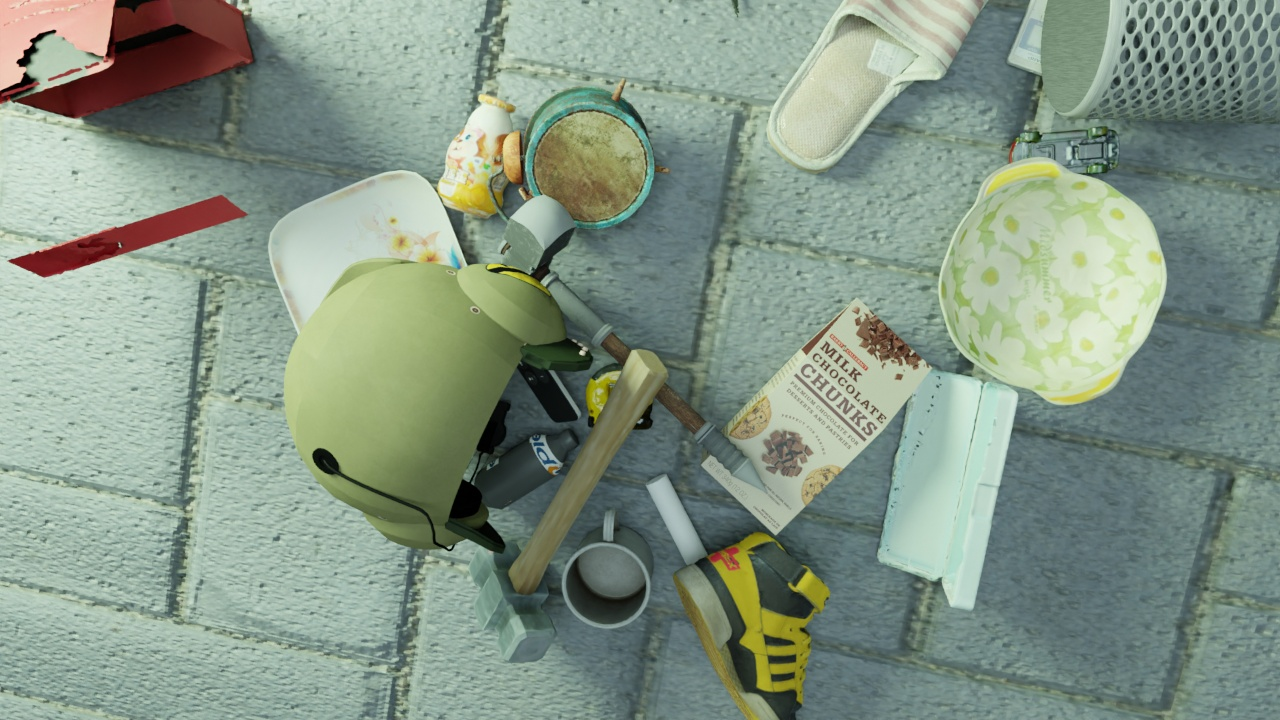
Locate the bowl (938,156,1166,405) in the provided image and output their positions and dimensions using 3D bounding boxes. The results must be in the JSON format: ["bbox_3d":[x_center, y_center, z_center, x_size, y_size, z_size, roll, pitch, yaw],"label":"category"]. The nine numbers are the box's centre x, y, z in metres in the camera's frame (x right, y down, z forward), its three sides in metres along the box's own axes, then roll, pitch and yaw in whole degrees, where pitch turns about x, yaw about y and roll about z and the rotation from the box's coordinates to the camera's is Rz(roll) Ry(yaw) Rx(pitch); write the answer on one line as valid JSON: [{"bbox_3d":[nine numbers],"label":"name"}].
[{"bbox_3d":[0.359,-0.071,0.823,0.188,0.060,0.219,-18,96,7],"label":"bowl"}]

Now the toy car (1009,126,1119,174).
[{"bbox_3d":[0.376,-0.184,0.818,0.091,0.036,0.042,-4,97,6],"label":"toy car"}]

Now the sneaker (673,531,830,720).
[{"bbox_3d":[0.129,0.268,0.878,0.122,0.086,0.239,-30,112,-10],"label":"sneaker"}]

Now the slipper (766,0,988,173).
[{"bbox_3d":[0.218,-0.282,0.815,0.115,0.052,0.263,41,100,1],"label":"slipper"}]

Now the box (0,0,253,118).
[{"bbox_3d":[-0.492,-0.255,0.733,0.211,0.377,0.124,-15,111,6],"label":"box"}]

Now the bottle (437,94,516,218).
[{"bbox_3d":[-0.148,-0.190,0.858,0.063,0.063,0.109,19,97,3],"label":"bottle"}]

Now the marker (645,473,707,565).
[{"bbox_3d":[0.044,0.176,0.904,0.027,0.023,0.133,-25,94,23],"label":"marker"}]

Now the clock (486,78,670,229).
[{"bbox_3d":[-0.063,-0.176,0.836,0.158,0.073,0.121,-26,117,8],"label":"clock"}]

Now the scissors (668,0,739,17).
[{"bbox_3d":[0.078,-0.402,0.834,0.158,0.012,0.170,-25,94,9],"label":"scissors"}]

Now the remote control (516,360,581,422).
[{"bbox_3d":[-0.107,-0.001,0.875,0.045,0.008,0.147,-10,117,50],"label":"remote control"}]

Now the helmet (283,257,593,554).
[{"bbox_3d":[-0.179,0.023,0.780,0.233,0.255,0.250,25,97,-1],"label":"helmet"}]

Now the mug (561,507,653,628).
[{"bbox_3d":[-0.028,0.193,0.889,0.084,0.070,0.113,5,97,5],"label":"mug"}]

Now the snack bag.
[{"bbox_3d":[0.162,0.049,0.853,0.094,0.069,0.206,43,99,-1],"label":"snack bag"}]

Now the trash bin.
[{"bbox_3d":[0.439,-0.269,0.737,0.183,0.156,0.156,0,97,4],"label":"trash bin"}]

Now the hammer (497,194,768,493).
[{"bbox_3d":[-0.006,0.003,0.821,0.322,0.156,0.042,44,55,5],"label":"hammer"}]

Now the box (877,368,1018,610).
[{"bbox_3d":[0.278,0.112,0.832,0.122,0.078,0.197,16,100,44],"label":"box"}]

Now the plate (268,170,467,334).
[{"bbox_3d":[-0.261,-0.079,0.907,0.187,0.016,0.187,-20,95,8],"label":"plate"}]

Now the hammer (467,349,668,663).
[{"bbox_3d":[-0.064,0.127,0.825,0.051,0.117,0.324,9,123,-37],"label":"hammer"}]

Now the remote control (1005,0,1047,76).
[{"bbox_3d":[0.375,-0.322,0.813,0.050,0.011,0.136,21,99,3],"label":"remote control"}]

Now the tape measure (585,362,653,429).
[{"bbox_3d":[-0.021,0.034,0.886,0.065,0.037,0.064,2,98,6],"label":"tape measure"}]

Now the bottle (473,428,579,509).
[{"bbox_3d":[-0.110,0.104,0.899,0.112,0.047,0.047,-32,93,9],"label":"bottle"}]
